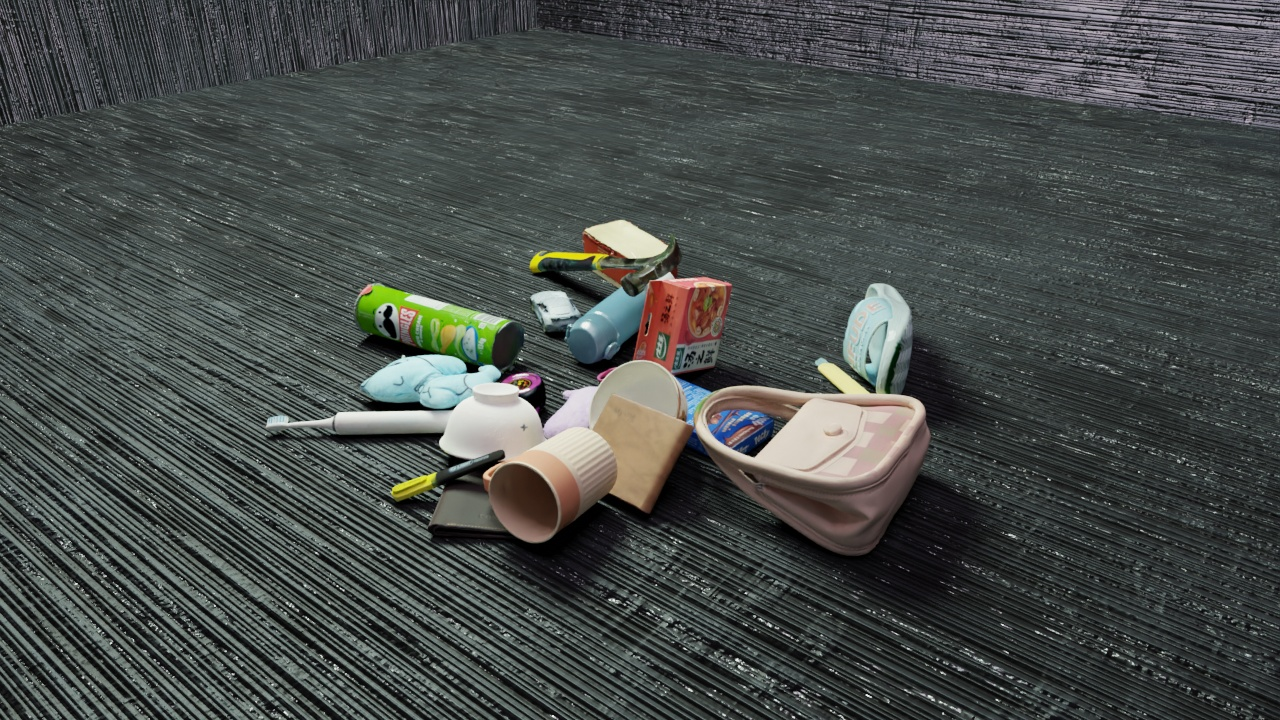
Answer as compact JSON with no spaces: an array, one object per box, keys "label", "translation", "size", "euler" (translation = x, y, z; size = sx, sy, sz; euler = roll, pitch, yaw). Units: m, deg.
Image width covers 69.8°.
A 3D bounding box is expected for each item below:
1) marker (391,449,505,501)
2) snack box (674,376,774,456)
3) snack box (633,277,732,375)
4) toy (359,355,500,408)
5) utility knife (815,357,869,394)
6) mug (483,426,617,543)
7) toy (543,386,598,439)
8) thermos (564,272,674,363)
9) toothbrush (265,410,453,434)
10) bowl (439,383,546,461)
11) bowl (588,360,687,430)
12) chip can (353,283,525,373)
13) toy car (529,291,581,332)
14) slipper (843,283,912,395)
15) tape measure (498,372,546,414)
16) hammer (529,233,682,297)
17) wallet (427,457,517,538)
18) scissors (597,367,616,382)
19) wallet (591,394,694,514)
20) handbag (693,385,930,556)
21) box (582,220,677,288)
[{"label":"marker","translation":[-0.196,0.116,0.938],"size":[0.124,0.015,0.018],"euler":[-21,30,2]},{"label":"snack box","translation":[0.066,0.066,1.060],"size":[0.157,0.026,0.084],"euler":[23,35,36]},{"label":"snack box","translation":[0.054,-0.043,1.138],"size":[0.044,0.113,0.126],"euler":[22,19,33]},{"label":"toy","translation":[-0.253,0.023,1.105],"size":[0.161,0.050,0.156],"euler":[-14,24,-18]},{"label":"utility knife","translation":[0.259,0.030,1.137],"size":[0.031,0.019,0.173],"euler":[-5,30,-18]},{"label":"mug","translation":[-0.095,0.117,0.903],"size":[0.115,0.082,0.105],"euler":[5,19,31]},{"label":"toy","translation":[-0.073,0.061,1.057],"size":[0.084,0.039,0.107],"euler":[-3,30,26]},{"label":"thermos","translation":[-0.023,-0.062,1.259],"size":[0.070,0.070,0.219],"euler":[14,32,24]},{"label":"toothbrush","translation":[-0.316,0.072,1.049],"size":[0.221,0.027,0.026],"euler":[-1,50,-1]},{"label":"bowl","translation":[-0.159,0.061,0.998],"size":[0.118,0.065,0.118],"euler":[3,13,-1]},{"label":"bowl","translation":[0.005,0.063,1.010],"size":[0.113,0.113,0.062],"euler":[22,-8,34]},{"label":"chip can","translation":[-0.268,-0.045,1.213],"size":[0.236,0.072,0.072],"euler":[15,32,25]},{"label":"toy car","translation":[-0.122,-0.074,1.308],"size":[0.054,0.037,0.120],"euler":[-10,27,-17]},{"label":"slipper","translation":[0.299,-0.036,1.175],"size":[0.074,0.104,0.244],"euler":[6,25,5]},{"label":"tape measure","translation":[-0.141,0.043,1.090],"size":[0.057,0.039,0.057],"euler":[-13,29,-13]},{"label":"hammer","translation":[-0.060,-0.143,1.342],"size":[0.125,0.032,0.324],"euler":[-37,26,-28]},{"label":"wallet","translation":[-0.155,0.137,0.939],"size":[0.096,0.020,0.122],"euler":[2,31,3]},{"label":"scissors","translation":[-0.007,0.006,1.186],"size":[0.096,0.017,0.137],"euler":[0,24,13]},{"label":"wallet","translation":[-0.011,0.094,0.955],"size":[0.115,0.020,0.101],"euler":[20,76,37]},{"label":"handbag","translation":[0.165,0.086,0.951],"size":[0.234,0.093,0.192],"euler":[19,32,28]},{"label":"box","translation":[-0.016,-0.168,1.435],"size":[0.091,0.079,0.168],"euler":[-18,34,-28]}]
